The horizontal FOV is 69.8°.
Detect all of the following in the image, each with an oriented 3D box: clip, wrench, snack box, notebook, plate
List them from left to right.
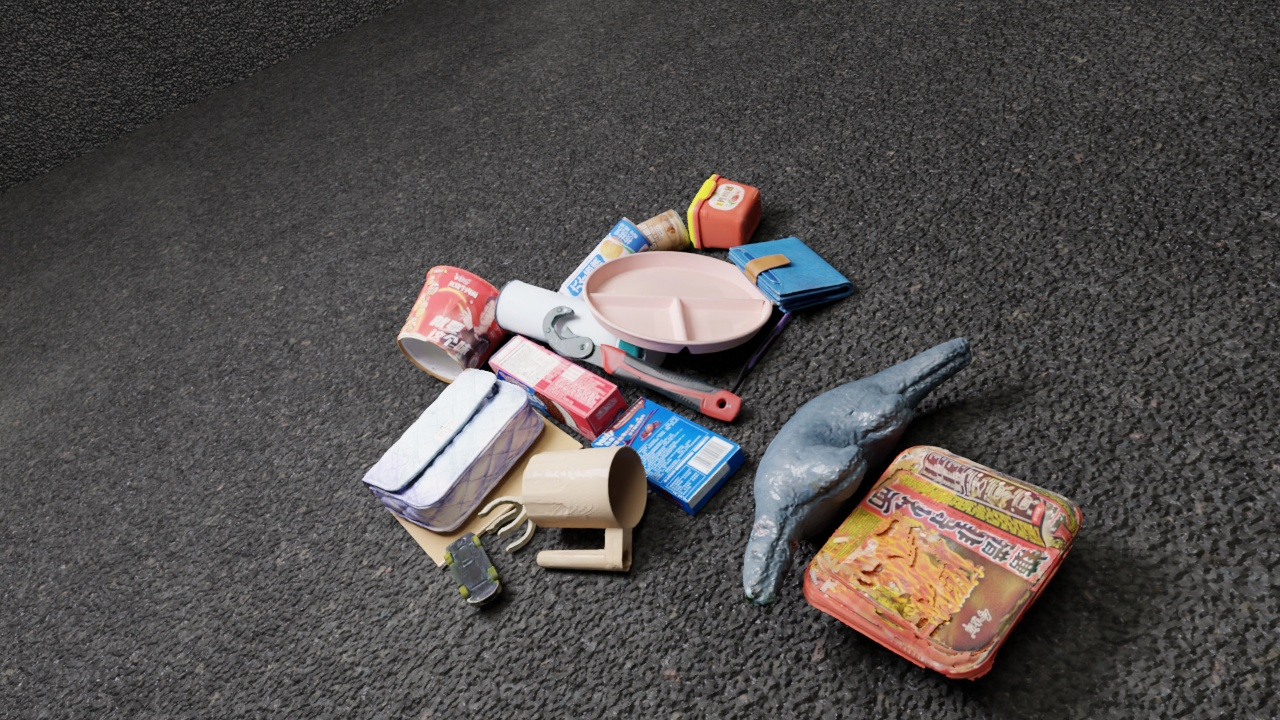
[{"bbox_3d":[-0.185,0.136,1.074,0.207,0.008,0.148,-40,41,-18],"label":"notebook"},{"bbox_3d":[-0.133,0.159,1.001,0.093,0.035,0.102,6,44,31],"label":"clip"},{"bbox_3d":[-0.100,0.032,1.109,0.058,0.057,0.208,-45,43,-19],"label":"snack box"},{"bbox_3d":[-0.006,0.006,1.054,0.273,0.016,0.056,26,81,26],"label":"wrench"},{"bbox_3d":[0.028,0.099,0.989,0.084,0.026,0.157,-43,42,-21],"label":"snack box"},{"bbox_3d":[0.044,-0.071,1.113,0.229,0.028,0.229,3,33,-2],"label":"plate"},{"bbox_3d":[0.116,-0.195,1.242,0.080,0.082,0.091,15,52,21],"label":"snack box"}]

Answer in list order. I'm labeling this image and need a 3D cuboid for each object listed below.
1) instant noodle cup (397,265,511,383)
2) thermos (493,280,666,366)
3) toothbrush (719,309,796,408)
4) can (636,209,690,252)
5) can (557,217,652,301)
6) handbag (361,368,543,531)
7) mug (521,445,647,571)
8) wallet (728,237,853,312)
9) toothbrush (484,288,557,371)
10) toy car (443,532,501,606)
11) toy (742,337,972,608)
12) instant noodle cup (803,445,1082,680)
[{"bbox_3d":[-0.247,-0.041,1.217,0.138,0.138,0.108,7,57,34],"label":"instant noodle cup"},{"bbox_3d":[-0.072,-0.042,1.146,0.224,0.073,0.073,18,54,25],"label":"thermos"},{"bbox_3d":[0.131,-0.002,1.062,0.017,0.014,0.188,4,46,48],"label":"toothbrush"},{"bbox_3d":[0.006,-0.160,1.269,0.116,0.058,0.058,-26,39,-1],"label":"can"},{"bbox_3d":[-0.048,-0.122,1.211,0.134,0.053,0.053,-48,41,-1],"label":"can"},{"bbox_3d":[-0.215,0.098,1.065,0.134,0.076,0.193,12,51,38],"label":"handbag"},{"bbox_3d":[-0.057,0.151,0.935,0.104,0.084,0.124,-6,76,27],"label":"mug"},{"bbox_3d":[0.180,-0.110,1.122,0.106,0.040,0.133,-12,35,-19],"label":"wallet"},{"bbox_3d":[-0.165,-0.028,1.232,0.018,0.014,0.188,23,64,31],"label":"toothbrush"},{"bbox_3d":[-0.171,0.218,0.952,0.042,0.035,0.090,-33,40,-8],"label":"toy car"},{"bbox_3d":[0.178,0.092,0.849,0.355,0.091,0.138,-43,16,-31],"label":"toy"},{"bbox_3d":[0.246,0.170,0.752,0.188,0.079,0.165,-43,42,-22],"label":"instant noodle cup"}]
